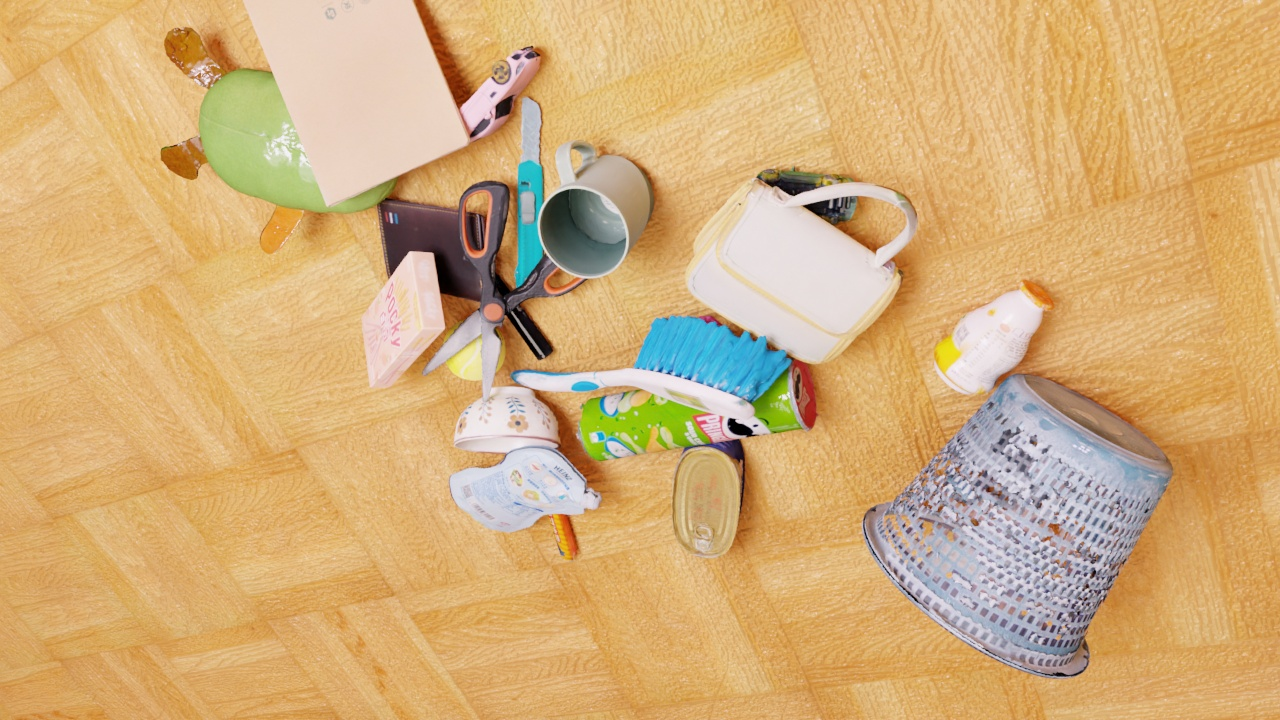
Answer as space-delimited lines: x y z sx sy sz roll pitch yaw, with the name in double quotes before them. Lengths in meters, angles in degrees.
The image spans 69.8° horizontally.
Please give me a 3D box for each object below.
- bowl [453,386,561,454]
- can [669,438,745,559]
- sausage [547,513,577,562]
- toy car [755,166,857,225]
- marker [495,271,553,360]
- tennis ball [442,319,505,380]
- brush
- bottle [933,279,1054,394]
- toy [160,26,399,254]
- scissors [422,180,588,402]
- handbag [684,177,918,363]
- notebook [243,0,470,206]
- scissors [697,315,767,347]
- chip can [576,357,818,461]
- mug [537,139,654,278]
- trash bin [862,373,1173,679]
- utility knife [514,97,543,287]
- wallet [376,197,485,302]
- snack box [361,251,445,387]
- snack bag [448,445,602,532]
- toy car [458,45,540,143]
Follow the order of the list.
"bowl" -0.142 0.063 0.986 0.114 0.113 0.062 -8 74 21
"can" 0.073 0.141 0.983 0.075 0.049 0.148 8 121 13
"sausage" -0.100 0.171 1.071 0.021 0.021 0.165 -4 118 19
"toy car" 0.143 -0.145 0.802 0.091 0.036 0.043 7 122 11
"marker" -0.136 -0.056 0.950 0.022 0.020 0.132 -32 107 9
"tennis ball" -0.174 -0.012 0.962 0.065 0.065 0.066 8 121 13
"brush" -0.005 0.005 0.906 0.315 0.109 0.060 15 163 42
"bottle" 0.311 -0.021 0.807 0.063 0.063 0.109 33 124 -4
"toy" -0.342 -0.212 0.883 0.247 0.089 0.227 20 109 1
"scissors" -0.139 -0.072 0.900 0.221 0.021 0.222 -23 113 5
"handbag" 0.144 -0.089 0.787 0.163 0.063 0.179 30 133 -12
"notebook" -0.255 -0.261 0.815 0.148 0.008 0.207 -21 93 10
"scissors" 0.108 -0.012 0.905 0.128 0.017 0.133 1 123 15
"chip can" 0.053 0.053 0.918 0.236 0.072 0.072 -12 115 26
"mug" -0.041 -0.145 0.818 0.082 0.106 0.112 -13 115 24
"trash bin" 0.345 0.128 0.813 0.226 0.226 0.195 27 110 1
"utility knife" -0.108 -0.150 0.890 0.029 0.013 0.210 2 121 -4
"wallet" -0.208 -0.112 0.928 0.122 0.020 0.096 12 124 21
"snack box" -0.245 -0.039 0.936 0.158 0.026 0.084 -36 61 49
"snack bag" -0.131 0.145 1.027 0.192 0.038 0.110 -24 113 43
"toy car" -0.133 -0.233 0.825 0.123 0.056 0.037 -37 100 31
